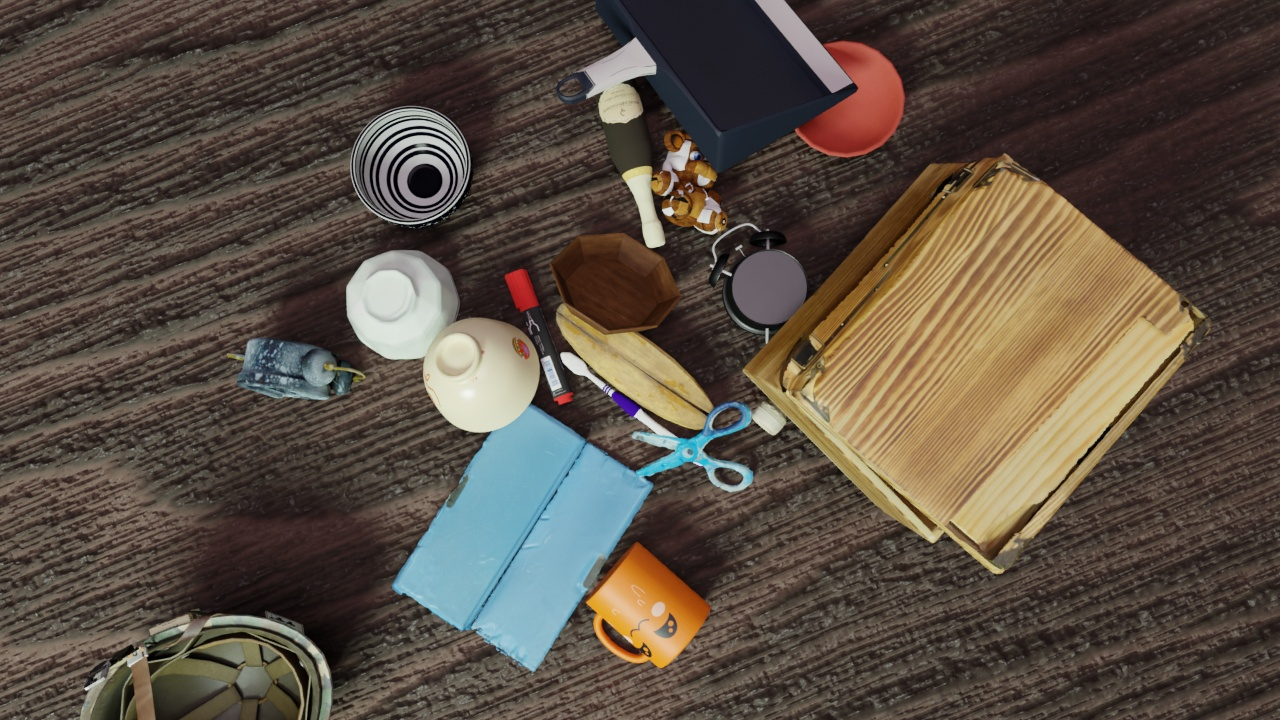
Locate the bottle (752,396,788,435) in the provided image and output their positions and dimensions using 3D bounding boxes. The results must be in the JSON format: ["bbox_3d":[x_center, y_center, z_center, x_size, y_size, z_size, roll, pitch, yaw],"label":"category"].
[{"bbox_3d":[0.177,0.004,0.924,0.059,0.059,0.167,42,88,4],"label":"bottle"}]

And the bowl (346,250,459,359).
[{"bbox_3d":[-0.249,-0.061,0.936,0.117,0.061,0.117,0,86,2],"label":"bowl"}]

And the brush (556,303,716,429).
[{"bbox_3d":[-0.006,0.005,0.935,0.195,0.043,0.059,36,88,2],"label":"brush"}]

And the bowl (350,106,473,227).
[{"bbox_3d":[-0.228,-0.192,0.942,0.120,0.066,0.120,0,86,1],"label":"bowl"}]

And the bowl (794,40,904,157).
[{"bbox_3d":[0.210,-0.267,0.956,0.122,0.035,0.122,0,86,1],"label":"bowl"}]

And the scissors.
[{"bbox_3d":[0.058,0.081,0.916,0.137,0.012,0.128,17,116,-7],"label":"scissors"}]

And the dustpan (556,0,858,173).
[{"bbox_3d":[0.041,-0.307,0.905,0.273,0.080,0.236,-31,73,-6],"label":"dustpan"}]

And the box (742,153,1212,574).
[{"bbox_3d":[0.281,-0.010,0.808,0.258,0.221,0.279,43,89,-18],"label":"box"}]

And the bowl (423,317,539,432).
[{"bbox_3d":[-0.168,0.006,0.906,0.118,0.074,0.118,-4,73,13],"label":"bowl"}]

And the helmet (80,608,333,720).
[{"bbox_3d":[-0.384,0.321,0.818,0.224,0.236,0.192,-31,91,9],"label":"helmet"}]

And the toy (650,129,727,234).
[{"bbox_3d":[0.052,-0.189,0.937,0.087,0.067,0.112,16,83,-35],"label":"toy"}]

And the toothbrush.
[{"bbox_3d":[-0.008,0.050,0.946,0.186,0.016,0.015,38,88,1],"label":"toothbrush"}]

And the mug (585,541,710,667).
[{"bbox_3d":[-0.002,0.251,0.908,0.096,0.077,0.113,41,118,4],"label":"mug"}]

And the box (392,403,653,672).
[{"bbox_3d":[-0.117,0.175,0.932,0.174,0.033,0.231,31,86,2],"label":"box"}]

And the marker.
[{"bbox_3d":[-0.104,-0.024,0.950,0.023,0.021,0.145,-19,85,-23],"label":"marker"}]

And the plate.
[{"bbox_3d":[-0.027,-0.073,0.924,0.131,0.025,0.131,9,52,-12],"label":"plate"}]

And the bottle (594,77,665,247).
[{"bbox_3d":[-0.006,-0.206,0.950,0.045,0.045,0.184,-15,86,0],"label":"bottle"}]

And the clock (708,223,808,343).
[{"bbox_3d":[0.122,-0.082,0.939,0.091,0.042,0.120,-31,86,-1],"label":"clock"}]

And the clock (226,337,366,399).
[{"bbox_3d":[-0.340,0.012,0.918,0.129,0.090,0.052,7,80,5],"label":"clock"}]
